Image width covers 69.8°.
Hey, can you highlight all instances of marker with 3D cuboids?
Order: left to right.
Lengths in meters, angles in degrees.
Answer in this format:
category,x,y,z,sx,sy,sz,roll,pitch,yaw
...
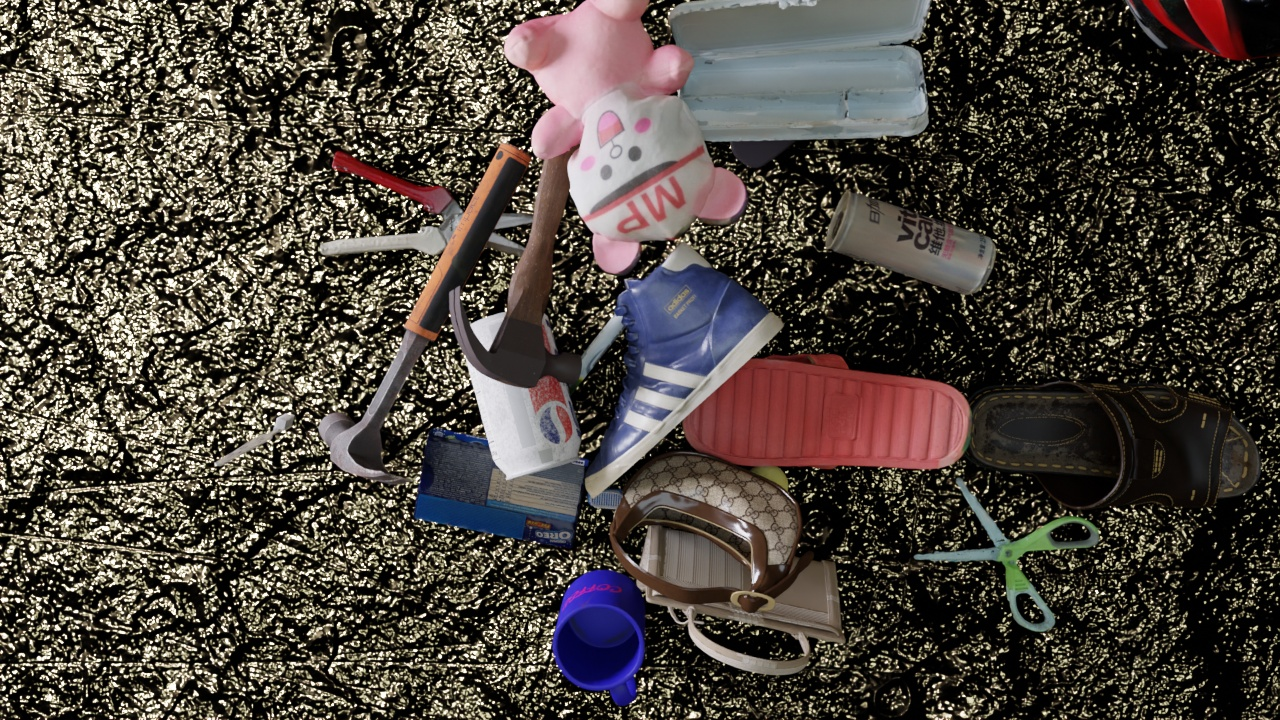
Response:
category,x,y,z,sx,sy,sz,roll,pitch,yaw
marker,-0.035,-0.015,0.831,0.017,0.017,0.146,38,97,-4

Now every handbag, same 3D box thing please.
category,x,y,z,sx,sy,sz,roll,pitch,yaw
handbag,0.057,0.150,0.772,0.166,0.138,0.063,22,134,22
handbag,0.087,0.209,0.767,0.175,0.198,0.062,13,97,-1

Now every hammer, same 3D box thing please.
category,x,y,z,sx,sy,sz,roll,pitch,yaw
hammer,-0.174,-0.039,0.785,0.035,0.138,0.314,26,94,-41
hammer,-0.075,-0.137,0.763,0.115,0.033,0.322,16,79,-23

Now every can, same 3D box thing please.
category,x,y,z,sx,sy,sz,roll,pitch,yaw
can,-0.102,0.029,0.796,0.078,0.078,0.136,-16,85,3
can,0.234,-0.101,0.797,0.135,0.054,0.054,19,97,-2

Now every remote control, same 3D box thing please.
category,x,y,z,sx,sy,sz,roll,pitch,yaw
remote control,0.135,-0.216,0.806,0.124,0.009,0.046,-34,96,5

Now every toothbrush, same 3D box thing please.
category,x,y,z,sx,sy,sz,roll,pitch,yaw
toothbrush,-0.318,0.064,0.764,0.010,0.181,0.010,15,94,-7
toothbrush,0.034,0.132,0.851,0.166,0.014,0.016,4,97,0

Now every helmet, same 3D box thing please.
category,x,y,z,sx,sy,sz,roll,pitch,yaw
helmet,0.462,-0.369,0.699,0.217,0.167,0.272,-11,104,-12

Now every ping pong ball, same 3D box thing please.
category,x,y,z,sx,sy,sz,roll,pitch,yaw
ping pong ball,0.114,0.114,0.834,0.040,0.040,0.040,0,97,1

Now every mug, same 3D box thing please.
category,x,y,z,sx,sy,sz,roll,pitch,yaw
mug,-0.030,0.257,0.833,0.079,0.083,0.111,-20,97,3

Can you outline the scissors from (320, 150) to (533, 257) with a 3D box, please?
category,x,y,z,sx,sy,sz,roll,pitch,yaw
scissors,-0.199,-0.128,0.821,0.179,0.015,0.187,-35,96,4

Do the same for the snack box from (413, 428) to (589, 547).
category,x,y,z,sx,sy,sz,roll,pitch,yaw
snack box,-0.128,0.119,0.846,0.150,0.027,0.082,12,98,0

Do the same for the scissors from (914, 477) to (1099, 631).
category,x,y,z,sx,sy,sz,roll,pitch,yaw
scissors,0.341,0.184,0.852,0.171,0.023,0.168,-6,103,4

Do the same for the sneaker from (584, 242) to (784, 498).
category,x,y,z,sx,sy,sz,roll,pitch,yaw
sneaker,-0.003,0.004,0.788,0.118,0.091,0.234,47,112,2

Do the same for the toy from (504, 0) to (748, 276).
category,x,y,z,sx,sy,sz,roll,pitch,yaw
toy,-0.012,-0.185,0.728,0.142,0.084,0.213,-25,93,11

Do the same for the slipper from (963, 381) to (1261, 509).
category,x,y,z,sx,sy,sz,roll,pitch,yaw
slipper,0.418,0.075,0.805,0.268,0.075,0.113,8,98,0

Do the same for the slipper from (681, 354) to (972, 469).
category,x,y,z,sx,sy,sz,roll,pitch,yaw
slipper,0.161,0.046,0.815,0.249,0.059,0.103,1,96,16

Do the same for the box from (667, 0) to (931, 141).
category,x,y,z,sx,sy,sz,roll,pitch,yaw
box,0.126,-0.255,0.731,0.215,0.125,0.106,-1,55,5
